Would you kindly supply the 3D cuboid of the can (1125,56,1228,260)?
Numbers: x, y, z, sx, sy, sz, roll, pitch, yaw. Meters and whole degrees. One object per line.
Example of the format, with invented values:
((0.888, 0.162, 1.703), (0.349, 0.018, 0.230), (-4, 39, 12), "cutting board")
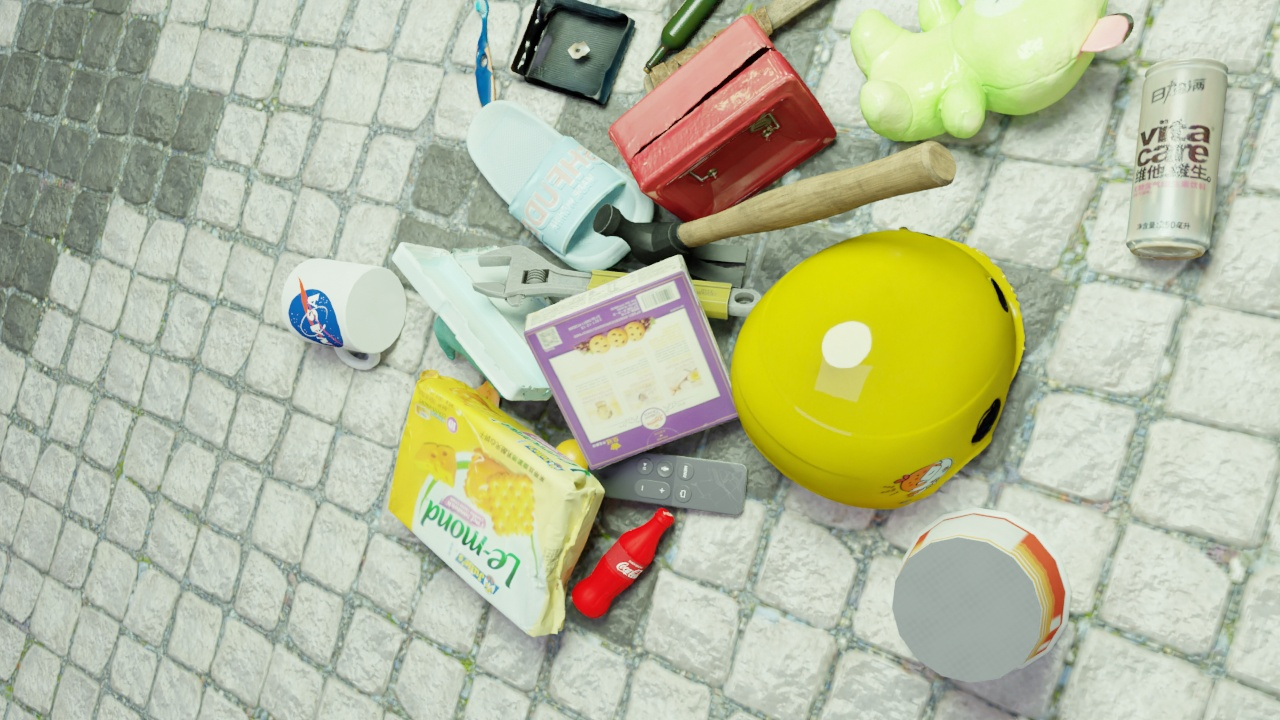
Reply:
((0.387, -0.144, 0.662), (0.054, 0.054, 0.135), (7, 87, 26), "can")

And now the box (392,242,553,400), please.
((-0.132, -0.040, 0.861), (0.197, 0.134, 0.041), (48, 117, 22), "box")

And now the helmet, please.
((0.173, -0.004, 0.702), (0.209, 0.139, 0.240), (44, 102, 24), "helmet")

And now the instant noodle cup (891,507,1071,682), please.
((0.239, 0.171, 0.658), (0.124, 0.121, 0.123), (-3, 82, 26), "instant noodle cup")

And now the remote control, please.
((0.022, 0.107, 0.822), (0.147, 0.008, 0.045), (5, 86, 17), "remote control")

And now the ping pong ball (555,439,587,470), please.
((-0.063, 0.094, 0.860), (0.040, 0.040, 0.040), (-3, 82, 26), "ping pong ball")

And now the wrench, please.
((-0.026, -0.067, 0.824), (0.274, 0.018, 0.083), (7, 43, 14), "wrench")

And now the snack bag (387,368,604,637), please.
((-0.139, 0.123, 0.856), (0.247, 0.068, 0.160), (32, 117, 31), "snack bag")

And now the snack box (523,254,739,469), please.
((-0.005, 0.005, 0.781), (0.143, 0.040, 0.148), (-20, 114, 7), "snack box")

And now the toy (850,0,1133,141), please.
((0.267, -0.240, 0.713), (0.197, 0.107, 0.150), (-9, 56, 16), "toy")

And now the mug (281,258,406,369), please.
((-0.312, -0.045, 0.980), (0.090, 0.090, 0.121), (10, 123, 27), "mug")

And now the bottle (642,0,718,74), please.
((0.038, -0.316, 0.869), (0.106, 0.025, 0.025), (-49, 66, 13), "bottle")

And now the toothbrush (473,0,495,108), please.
((-0.166, -0.326, 0.975), (0.022, 0.017, 0.135), (-9, 79, 27), "toothbrush")

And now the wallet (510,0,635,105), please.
((-0.067, -0.312, 0.919), (0.115, 0.026, 0.089), (26, 96, 26), "wallet")

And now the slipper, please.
((-0.092, -0.175, 0.889), (0.245, 0.074, 0.104), (43, 103, 25), "slipper")

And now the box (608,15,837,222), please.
((0.069, -0.198, 0.785), (0.158, 0.129, 0.092), (-33, 70, 18), "box")

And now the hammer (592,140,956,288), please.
((0.103, -0.112, 0.707), (0.306, 0.132, 0.040), (-8, 66, 52), "hammer")

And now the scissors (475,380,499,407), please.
((-0.141, 0.023, 0.923), (0.128, 0.011, 0.125), (0, 84, 28), "scissors")

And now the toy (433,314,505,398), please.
((-0.167, -0.013, 0.897), (0.105, 0.085, 0.033), (32, 57, 32), "toy")

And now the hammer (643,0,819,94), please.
((0.140, -0.320, 0.813), (0.319, 0.049, 0.121), (-27, 70, 23), "hammer")

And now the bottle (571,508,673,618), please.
((-0.013, 0.180, 0.828), (0.036, 0.036, 0.119), (46, 103, 23), "bottle")
